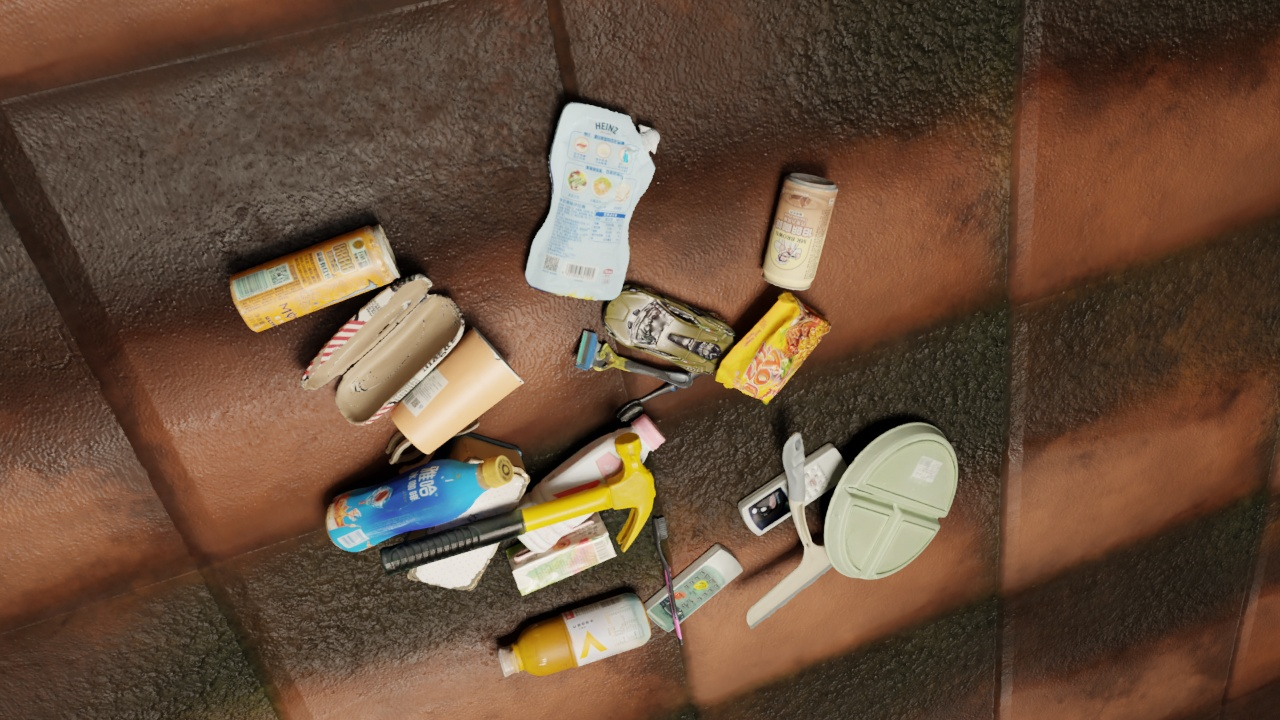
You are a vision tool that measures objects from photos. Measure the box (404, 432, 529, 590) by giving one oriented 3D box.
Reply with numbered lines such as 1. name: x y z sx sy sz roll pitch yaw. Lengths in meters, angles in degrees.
1. box: -0.193 0.165 1.023 0.089 0.062 0.184 22 105 -27

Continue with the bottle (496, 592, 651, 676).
1. bottle: -0.083 0.347 1.145 0.189 0.068 0.068 -15 119 -11

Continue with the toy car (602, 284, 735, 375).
1. toy car: 0.032 -0.032 1.012 0.158 0.042 0.070 19 107 -23

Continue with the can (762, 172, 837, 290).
1. can: 0.171 -0.140 0.993 0.058 0.058 0.116 2 114 -20

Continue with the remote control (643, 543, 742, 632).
1. remote control: 0.069 0.297 1.200 0.135 0.019 0.056 -40 121 4

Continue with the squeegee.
1. squeegee: 0.200 0.177 1.144 0.246 0.039 0.247 -31 127 -20

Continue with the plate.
1. plate: 0.334 0.189 1.199 0.229 0.027 0.230 -15 120 -29

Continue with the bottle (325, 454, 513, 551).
1. bottle: -0.227 0.141 0.947 0.219 0.065 0.065 -21 124 24

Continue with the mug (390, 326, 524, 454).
1. mug: -0.190 0.034 0.935 0.122 0.078 0.078 -42 121 -5

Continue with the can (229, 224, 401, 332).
1. can: -0.305 -0.078 0.863 0.146 0.058 0.058 -22 120 -7

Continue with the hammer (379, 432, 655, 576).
1. hammer: -0.128 0.175 0.990 0.300 0.033 0.129 -15 111 -9

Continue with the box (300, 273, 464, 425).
1. box: -0.250 -0.008 0.905 0.162 0.075 0.086 -45 88 3

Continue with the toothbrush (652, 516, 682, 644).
1. toothbrush: 0.039 0.282 1.169 0.017 0.014 0.189 -18 110 -20

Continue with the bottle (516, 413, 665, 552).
1. bottle: -0.060 0.136 1.048 0.197 0.068 0.068 -39 121 3

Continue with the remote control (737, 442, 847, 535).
1. remote control: 0.197 0.167 1.177 0.150 0.021 0.058 -34 121 -1

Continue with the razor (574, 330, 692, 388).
1. razor: -0.006 0.006 1.026 0.142 0.022 0.042 16 80 -21

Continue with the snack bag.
1. snack bag: -0.048 -0.156 0.924 0.110 0.039 0.191 9 111 -17

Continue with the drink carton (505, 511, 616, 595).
1. drink carton: -0.096 0.227 1.090 0.122 0.053 0.045 -20 116 -8

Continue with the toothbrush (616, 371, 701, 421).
1. toothbrush: 0.056 0.021 1.060 0.189 0.016 0.014 -29 119 -4

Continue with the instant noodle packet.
1. instant noodle packet: 0.153 -0.010 1.045 0.128 0.044 0.110 -51 144 11

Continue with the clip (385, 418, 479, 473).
1. clip: -0.226 0.080 0.987 0.100 0.035 0.072 -39 121 -7
